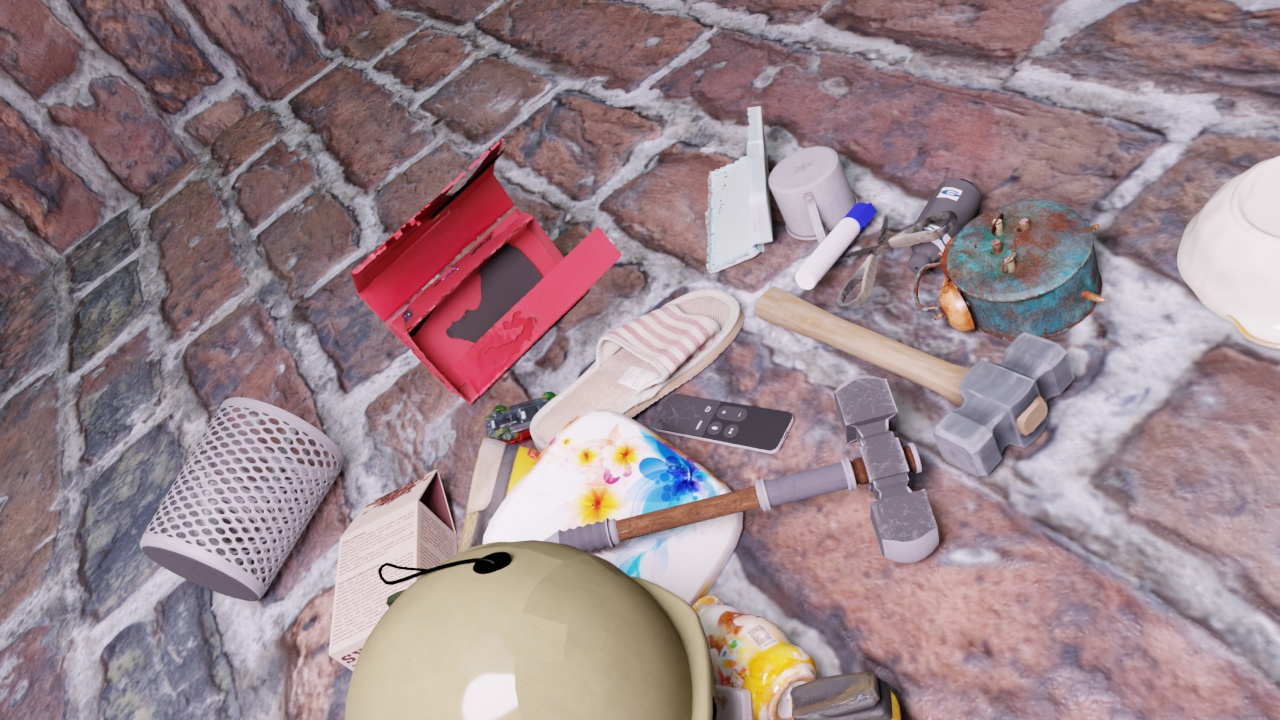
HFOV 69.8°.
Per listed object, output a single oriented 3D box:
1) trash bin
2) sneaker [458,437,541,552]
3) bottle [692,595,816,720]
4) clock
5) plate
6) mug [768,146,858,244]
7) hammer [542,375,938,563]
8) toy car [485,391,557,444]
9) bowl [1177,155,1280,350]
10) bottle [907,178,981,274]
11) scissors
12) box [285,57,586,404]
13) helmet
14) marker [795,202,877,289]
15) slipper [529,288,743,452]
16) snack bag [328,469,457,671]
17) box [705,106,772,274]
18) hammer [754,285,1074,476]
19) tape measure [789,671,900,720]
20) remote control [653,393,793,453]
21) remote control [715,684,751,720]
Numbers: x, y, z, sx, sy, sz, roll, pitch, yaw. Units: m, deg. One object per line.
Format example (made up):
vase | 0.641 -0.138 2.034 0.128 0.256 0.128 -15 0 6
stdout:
trash bin | -0.454 0.162 1.049 0.157 0.156 0.182 -3 51 33
sneaker | -0.105 0.195 0.824 0.122 0.086 0.238 9 80 -3
bottle | 0.079 0.218 0.682 0.063 0.063 0.109 -43 39 -10
clock | 0.318 -0.080 0.809 0.158 0.073 0.121 -8 46 30
plate | -0.022 0.144 0.779 0.187 0.016 0.186 34 70 11
mug | 0.189 -0.174 0.998 0.084 0.070 0.113 -18 40 19
hammer | 0.061 0.117 0.736 0.322 0.043 0.155 -15 62 7
toy car | -0.123 0.066 1.000 0.091 0.036 0.042 -20 47 0
bowl | 0.519 -0.106 0.703 0.189 0.060 0.218 8 56 41
bottle | 0.293 -0.130 0.898 0.047 0.047 0.112 14 60 43
scissors | 0.235 -0.106 0.877 0.158 0.012 0.169 -26 24 47
box | -0.217 -0.132 1.009 0.211 0.378 0.124 -45 56 -13
helmet | -0.063 0.237 0.594 0.233 0.255 0.249 -19 44 24
marker | 0.202 -0.120 0.946 0.132 0.023 0.027 -47 16 -34
slipper | -0.006 0.006 0.954 0.262 0.052 0.115 -39 42 -13
snack bag | -0.243 0.203 0.921 0.094 0.070 0.206 -27 39 10
box | 0.116 -0.202 1.079 0.122 0.078 0.197 -34 33 32
hammer | 0.218 -0.008 0.831 0.117 0.051 0.323 -44 37 -11
tape measure | 0.141 0.237 0.618 0.066 0.064 0.037 -25 32 25
remote control | 0.077 0.060 0.887 0.147 0.008 0.045 8 55 40
remote control | 0.027 0.260 0.672 0.136 0.011 0.050 -13 74 47
